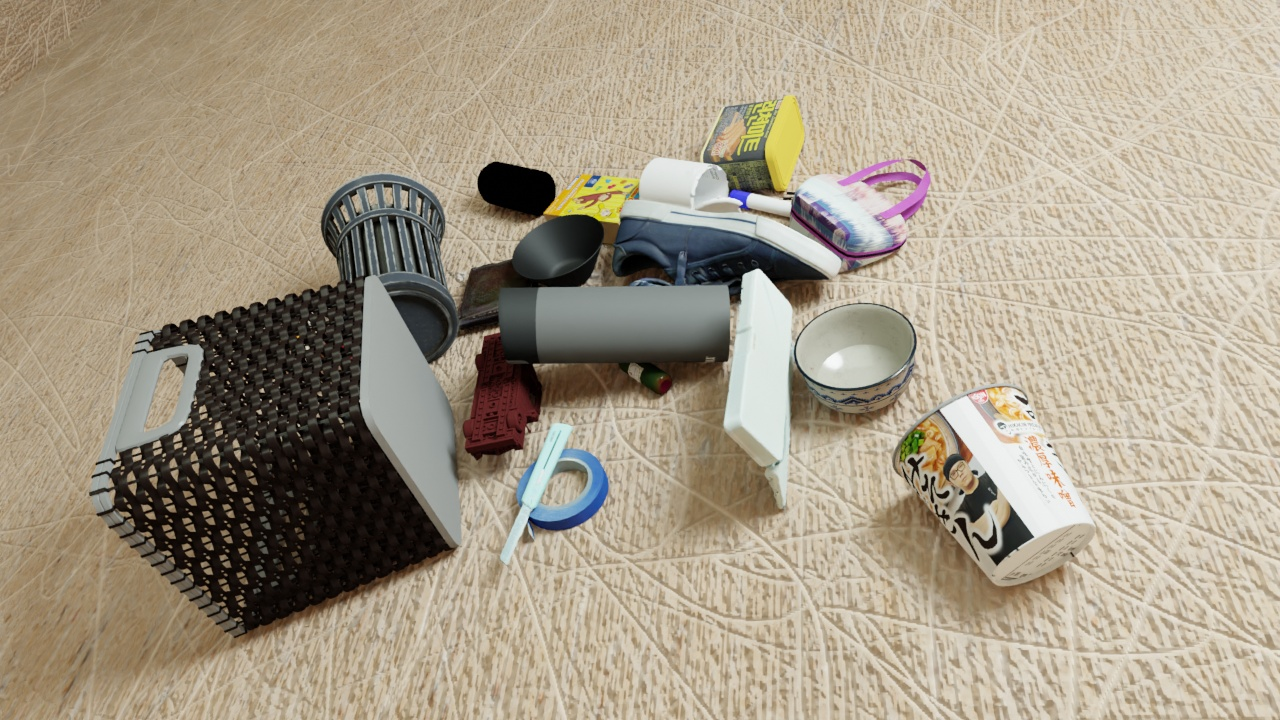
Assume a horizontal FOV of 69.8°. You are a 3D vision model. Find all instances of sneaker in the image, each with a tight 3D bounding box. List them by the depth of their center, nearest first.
[{"bbox_3d":[0.082,-0.105,1.054,0.295,0.120,0.127,14,83,35],"label":"sneaker"}]

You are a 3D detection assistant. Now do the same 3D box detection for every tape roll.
[{"bbox_3d":[-0.079,0.130,0.933,0.093,0.016,0.091,-24,42,1],"label":"tape roll"}]

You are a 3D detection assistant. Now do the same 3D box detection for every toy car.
[{"bbox_3d":[-0.150,0.042,1.020,0.070,0.062,0.169,-13,44,12],"label":"toy car"}]

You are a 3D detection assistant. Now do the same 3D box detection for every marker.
[{"bbox_3d":[0.172,-0.190,1.140,0.142,0.020,0.020,21,59,38],"label":"marker"}]

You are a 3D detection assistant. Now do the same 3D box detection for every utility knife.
[{"bbox_3d":[-0.106,0.131,0.921,0.022,0.015,0.168,21,54,0],"label":"utility knife"}]

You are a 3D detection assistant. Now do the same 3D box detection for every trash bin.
[{"bbox_3d":[-0.319,-0.110,1.179,0.164,0.164,0.227,-24,46,0],"label":"trash bin"}]

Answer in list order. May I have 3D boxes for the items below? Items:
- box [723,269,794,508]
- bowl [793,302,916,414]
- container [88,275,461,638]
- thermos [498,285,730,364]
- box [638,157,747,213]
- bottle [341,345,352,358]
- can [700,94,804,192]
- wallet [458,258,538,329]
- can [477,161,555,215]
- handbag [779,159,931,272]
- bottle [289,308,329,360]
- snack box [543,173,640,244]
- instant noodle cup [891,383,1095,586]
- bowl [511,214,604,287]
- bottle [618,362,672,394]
[{"bbox_3d":[0.124,0.022,0.861,0.043,0.136,0.196,-12,43,27],"label":"box"},{"bbox_3d":[0.213,0.005,0.897,0.116,0.059,0.115,-13,44,12],"label":"bowl"},{"bbox_3d":[-0.341,0.087,0.930,0.243,0.246,0.247,-18,43,1],"label":"container"},{"bbox_3d":[-0.028,-0.038,0.982,0.240,0.082,0.082,-1,45,1],"label":"thermos"},{"bbox_3d":[0.071,-0.205,1.155,0.161,0.081,0.091,15,70,41],"label":"box"},{"bbox_3d":[-0.372,-0.027,1.202,0.042,0.042,0.141,-26,42,-2],"label":"bottle"},{"bbox_3d":[0.147,-0.281,1.204,0.101,0.072,0.130,0,48,28],"label":"can"},{"bbox_3d":[-0.181,-0.090,1.192,0.099,0.031,0.119,-12,41,10],"label":"wallet"},{"bbox_3d":[-0.179,-0.249,1.321,0.114,0.063,0.063,20,58,37],"label":"can"},{"bbox_3d":[0.263,-0.183,1.061,0.169,0.068,0.144,-31,58,-20],"label":"handbag"},{"bbox_3d":[-0.439,-0.044,1.233,0.063,0.063,0.108,-6,46,19],"label":"bottle"},{"bbox_3d":[-0.052,-0.204,1.237,0.126,0.040,0.088,13,54,33],"label":"snack box"},{"bbox_3d":[0.286,0.104,0.732,0.123,0.124,0.121,-24,52,0],"label":"instant noodle cup"},{"bbox_3d":[-0.096,-0.127,1.171,0.124,0.052,0.123,-13,44,12],"label":"bowl"},{"bbox_3d":[-0.006,0.006,1.018,0.025,0.025,0.106,-41,45,-17],"label":"bottle"}]
